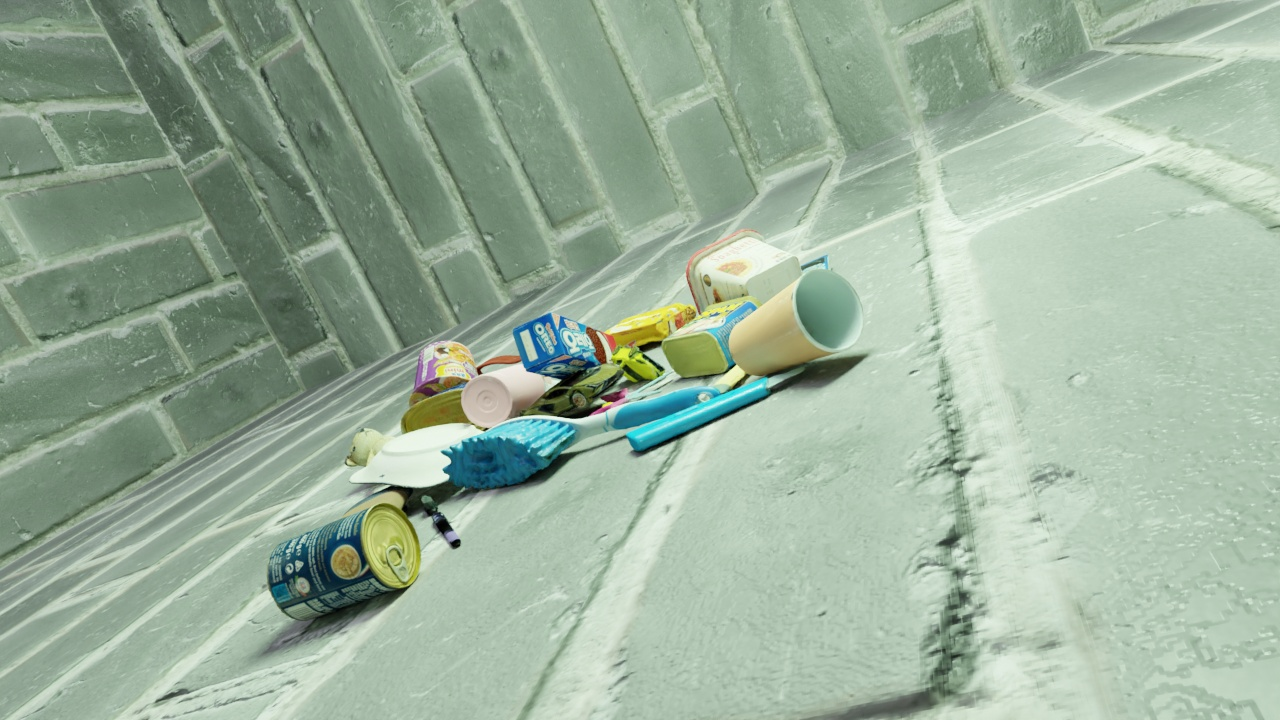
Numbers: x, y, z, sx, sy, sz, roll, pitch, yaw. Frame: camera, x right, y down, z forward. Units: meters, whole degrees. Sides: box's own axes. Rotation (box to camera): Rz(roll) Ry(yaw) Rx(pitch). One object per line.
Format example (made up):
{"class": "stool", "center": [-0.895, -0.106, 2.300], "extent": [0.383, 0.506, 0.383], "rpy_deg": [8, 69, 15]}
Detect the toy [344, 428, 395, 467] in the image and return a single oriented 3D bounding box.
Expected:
{"class": "toy", "center": [-0.327, 0.123, 1.234], "extent": [0.157, 0.066, 0.104], "rpy_deg": [0, 29, 29]}

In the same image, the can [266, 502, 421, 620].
{"class": "can", "center": [-0.259, 0.177, 0.800], "extent": [0.111, 0.075, 0.075], "rpy_deg": [-22, 11, 18]}

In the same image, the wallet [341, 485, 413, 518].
{"class": "wallet", "center": [-0.299, 0.179, 0.999], "extent": [0.090, 0.033, 0.115], "rpy_deg": [-27, 12, 7]}

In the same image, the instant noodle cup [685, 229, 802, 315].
{"class": "instant noodle cup", "center": [0.134, -0.087, 1.104], "extent": [0.116, 0.117, 0.124], "rpy_deg": [-28, 23, -17]}

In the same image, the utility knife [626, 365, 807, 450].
{"class": "utility knife", "center": [0.072, 0.042, 0.853], "extent": [0.182, 0.018, 0.034], "rpy_deg": [-23, 10, 3]}

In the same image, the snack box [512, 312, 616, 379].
{"class": "snack box", "center": [-0.084, -0.009, 1.137], "extent": [0.057, 0.058, 0.207], "rpy_deg": [-23, -13, 16]}

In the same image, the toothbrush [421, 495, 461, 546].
{"class": "toothbrush", "center": [-0.200, 0.159, 0.914], "extent": [0.014, 0.017, 0.189], "rpy_deg": [-29, 13, -17]}

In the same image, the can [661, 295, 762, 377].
{"class": "can", "center": [0.086, -0.025, 1.035], "extent": [0.083, 0.057, 0.102], "rpy_deg": [-35, 14, -33]}

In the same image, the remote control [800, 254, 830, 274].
{"class": "remote control", "center": [0.229, -0.113, 1.217], "extent": [0.049, 0.024, 0.124], "rpy_deg": [-22, 13, 17]}

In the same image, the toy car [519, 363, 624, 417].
{"class": "toy car", "center": [-0.082, 0.040, 1.101], "extent": [0.159, 0.042, 0.070], "rpy_deg": [-27, 7, 39]}

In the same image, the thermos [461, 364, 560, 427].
{"class": "thermos", "center": [-0.158, 0.042, 1.196], "extent": [0.087, 0.067, 0.198], "rpy_deg": [4, 4, 11]}

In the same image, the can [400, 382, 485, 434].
{"class": "can", "center": [-0.264, 0.077, 1.289], "extent": [0.148, 0.074, 0.049], "rpy_deg": [-20, 9, 21]}

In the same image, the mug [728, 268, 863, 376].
{"class": "mug", "center": [0.140, -0.028, 0.862], "extent": [0.078, 0.078, 0.123], "rpy_deg": [-32, 0, -31]}

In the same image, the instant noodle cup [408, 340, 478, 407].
{"class": "instant noodle cup", "center": [-0.289, 0.032, 1.374], "extent": [0.112, 0.111, 0.099], "rpy_deg": [-24, 42, 8]}

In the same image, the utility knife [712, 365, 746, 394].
{"class": "utility knife", "center": [0.125, -0.008, 0.966], "extent": [0.031, 0.019, 0.182], "rpy_deg": [-8, 26, 45]}

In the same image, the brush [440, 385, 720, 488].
{"class": "brush", "center": [-0.070, 0.075, 0.936], "extent": [0.315, 0.060, 0.109], "rpy_deg": [-12, 13, 40]}

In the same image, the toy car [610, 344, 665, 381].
{"class": "toy car", "center": [-0.007, 0.007, 1.126], "extent": [0.032, 0.048, 0.105], "rpy_deg": [-57, 18, -11]}

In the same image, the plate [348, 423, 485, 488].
{"class": "plate", "center": [-0.247, 0.107, 1.091], "extent": [0.164, 0.034, 0.163], "rpy_deg": [-2, 13, 36]}

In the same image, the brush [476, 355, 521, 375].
{"class": "brush", "center": [-0.198, 0.025, 1.396], "extent": [0.146, 0.069, 0.063], "rpy_deg": [-15, 16, 43]}

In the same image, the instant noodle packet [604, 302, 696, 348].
{"class": "instant noodle packet", "center": [0.006, -0.044, 1.337], "extent": [0.129, 0.044, 0.110], "rpy_deg": [-14, 8, 31]}

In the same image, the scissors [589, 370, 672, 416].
{"class": "scissors", "center": [-0.016, 0.043, 1.044], "extent": [0.133, 0.017, 0.134], "rpy_deg": [-31, 9, -27]}
